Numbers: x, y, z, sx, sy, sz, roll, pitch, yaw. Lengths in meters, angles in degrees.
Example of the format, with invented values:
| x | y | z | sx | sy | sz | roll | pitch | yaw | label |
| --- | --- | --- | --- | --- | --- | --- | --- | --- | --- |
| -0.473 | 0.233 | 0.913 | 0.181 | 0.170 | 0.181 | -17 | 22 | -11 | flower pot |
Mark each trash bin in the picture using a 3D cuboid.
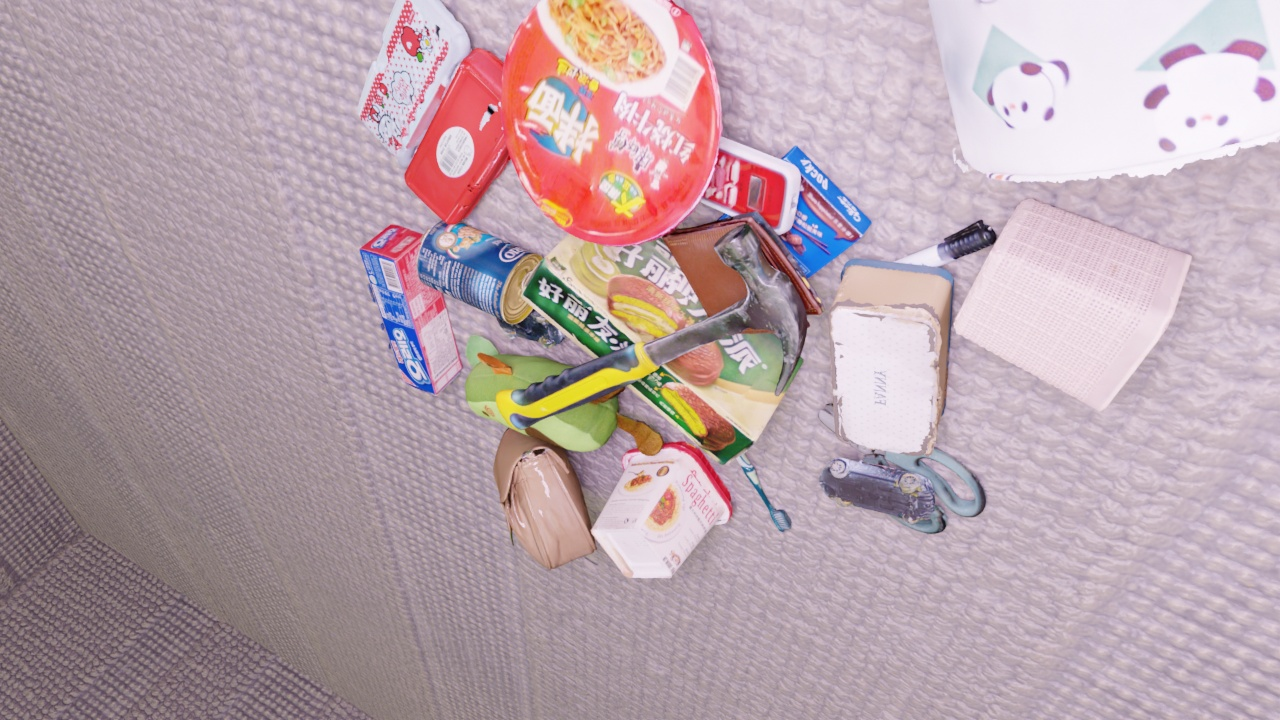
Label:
| x | y | z | sx | sy | sz | roll | pitch | yaw | label |
| --- | --- | --- | --- | --- | --- | --- | --- | --- | --- |
| 0.210 | -0.237 | 0.378 | 0.230 | 0.228 | 0.252 | -5 | 119 | 42 | trash bin |

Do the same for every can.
| x | y | z | sx | sy | sz | roll | pitch | yaw | label |
| --- | --- | --- | --- | --- | --- | --- | --- | --- | --- |
| -0.163 | -0.092 | 0.931 | 0.111 | 0.075 | 0.075 | 24 | 140 | 19 | can |

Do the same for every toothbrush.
| x | y | z | sx | sy | sz | roll | pitch | yaw | label |
| --- | --- | --- | --- | --- | --- | --- | --- | --- | --- |
| 0.115 | 0.111 | 0.962 | 0.018 | 0.016 | 0.192 | -13 | 120 | 34 | toothbrush |

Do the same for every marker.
| x | y | z | sx | sy | sz | roll | pitch | yaw | label |
| --- | --- | --- | --- | --- | --- | --- | --- | --- | --- |
| 0.208 | -0.075 | 0.698 | 0.131 | 0.018 | 0.022 | -22 | 89 | 48 | marker |

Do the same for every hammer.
| x | y | z | sx | sy | sz | roll | pitch | yaw | label |
| --- | --- | --- | --- | --- | --- | --- | --- | --- | --- |
| -0.004 | 0.004 | 0.751 | 0.324 | 0.031 | 0.126 | -23 | 109 | 40 | hammer |

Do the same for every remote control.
| x | y | z | sx | sy | sz | roll | pitch | yaw | label |
| --- | --- | --- | --- | --- | --- | --- | --- | --- | --- |
| 0.063 | -0.144 | 0.711 | 0.136 | 0.020 | 0.056 | 31 | 134 | 33 | remote control |

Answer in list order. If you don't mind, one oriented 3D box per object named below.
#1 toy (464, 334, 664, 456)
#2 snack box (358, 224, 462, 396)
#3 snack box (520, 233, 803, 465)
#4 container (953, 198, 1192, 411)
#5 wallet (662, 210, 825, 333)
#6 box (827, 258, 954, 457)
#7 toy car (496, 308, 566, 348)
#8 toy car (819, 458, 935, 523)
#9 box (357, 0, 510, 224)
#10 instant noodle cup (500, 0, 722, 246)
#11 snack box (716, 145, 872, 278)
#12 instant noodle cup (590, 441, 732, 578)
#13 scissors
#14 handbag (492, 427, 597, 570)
| x | y | z | sx | sy | sz | roll | pitch | yaw | label |
| --- | --- | --- | --- | --- | --- | --- | --- | --- | --- |
| -0.098 | 0.044 | 0.998 | 0.247 | 0.089 | 0.227 | 9 | 155 | 36 | toy |
| -0.263 | -0.054 | 1.064 | 0.057 | 0.058 | 0.208 | 18 | 138 | 24 | snack box |
| 0.021 | -0.028 | 0.815 | 0.240 | 0.114 | 0.063 | 40 | 140 | -2 | snack box |
| 0.284 | -0.042 | 0.614 | 0.111 | 0.090 | 0.090 | 29 | 142 | 17 | container |
| 0.077 | -0.069 | 0.735 | 0.101 | 0.032 | 0.125 | 55 | 155 | -19 | wallet |
| 0.198 | -0.002 | 0.729 | 0.090 | 0.059 | 0.184 | 11 | 139 | 22 | box |
| -0.117 | -0.043 | 0.977 | 0.091 | 0.034 | 0.043 | 12 | 138 | 33 | toy car |
| 0.217 | 0.116 | 0.841 | 0.106 | 0.031 | 0.049 | 10 | 133 | 30 | toy car |
| -0.188 | -0.229 | 0.844 | 0.158 | 0.037 | 0.202 | 43 | 143 | -6 | box |
| -0.012 | -0.186 | 0.690 | 0.194 | 0.065 | 0.194 | 13 | 114 | 30 | instant noodle cup |
| 0.105 | -0.097 | 0.749 | 0.084 | 0.026 | 0.158 | 44 | 142 | -5 | snack box |
| 0.020 | 0.167 | 1.006 | 0.117 | 0.123 | 0.116 | -13 | 120 | 45 | instant noodle cup |
| 0.227 | 0.103 | 0.860 | 0.180 | 0.019 | 0.140 | 33 | 142 | 5 | scissors |
| -0.119 | 0.155 | 1.067 | 0.204 | 0.099 | 0.148 | -147 | 36 | -75 | handbag |
